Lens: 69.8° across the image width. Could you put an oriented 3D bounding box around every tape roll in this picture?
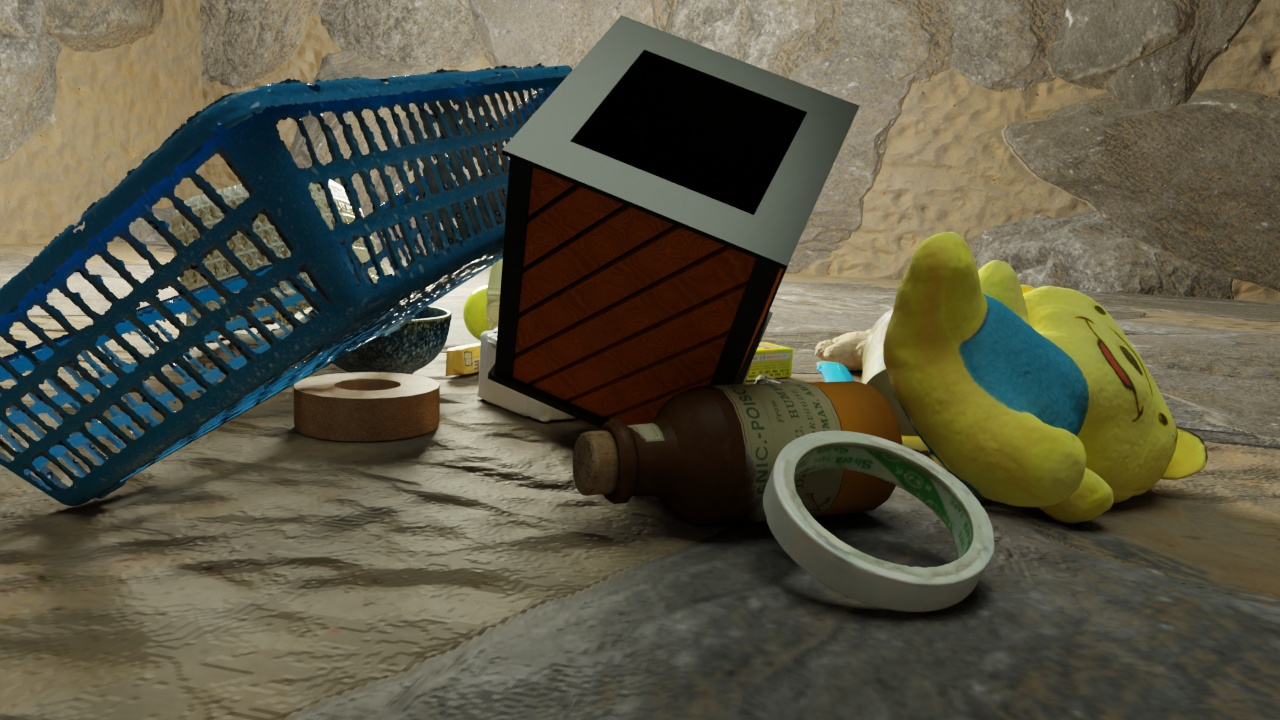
[{"bbox_3d":[-0.182,0.029,0.613,0.094,0.027,0.094,2,9,-1],"label":"tape roll"},{"bbox_3d":[0.099,0.064,0.386,0.094,0.018,0.093,10,32,-7],"label":"tape roll"}]

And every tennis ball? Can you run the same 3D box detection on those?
[{"bbox_3d":[-0.161,-0.051,1.004,0.065,0.065,0.065,2,9,-1],"label":"tennis ball"}]

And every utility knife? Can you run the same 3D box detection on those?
[{"bbox_3d":[0.173,0.022,0.805,0.031,0.015,0.174,1,10,8],"label":"utility knife"}]

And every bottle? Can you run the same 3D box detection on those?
[{"bbox_3d":[0.045,0.046,0.447,0.156,0.068,0.068,-1,10,-22],"label":"bottle"}]

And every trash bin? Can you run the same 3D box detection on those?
[{"bbox_3d":[0.013,-0.062,0.519,0.140,0.172,0.139,23,51,7],"label":"trash bin"}]

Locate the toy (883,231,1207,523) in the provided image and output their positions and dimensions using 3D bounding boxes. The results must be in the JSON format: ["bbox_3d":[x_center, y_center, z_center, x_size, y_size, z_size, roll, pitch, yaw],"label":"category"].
[{"bbox_3d":[0.217,0.016,0.504,0.213,0.149,0.084,0,-25,-44],"label":"toy"}]

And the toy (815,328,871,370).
[{"bbox_3d":[0.236,-0.011,0.938,0.117,0.043,0.092,-2,11,-16],"label":"toy"}]

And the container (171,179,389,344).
[{"bbox_3d":[-0.341,-0.092,0.891,0.184,0.143,0.251,-15,5,-6],"label":"container"}]

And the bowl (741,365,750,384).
[{"bbox_3d":[-0.004,0.004,0.618,0.145,0.063,0.145,6,49,-7],"label":"bowl"}]

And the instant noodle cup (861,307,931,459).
[{"bbox_3d":[0.189,0.017,0.609,0.100,0.100,0.112,6,17,22],"label":"instant noodle cup"}]

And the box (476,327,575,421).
[{"bbox_3d":[-0.065,-0.011,0.700,0.102,0.095,0.107,-3,9,-38],"label":"box"}]

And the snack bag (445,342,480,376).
[{"bbox_3d":[-0.147,-0.003,0.834,0.020,0.026,0.099,1,6,22],"label":"snack bag"}]

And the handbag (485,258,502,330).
[{"bbox_3d":[-0.070,-0.036,0.804,0.119,0.111,0.081,-1,37,-2],"label":"handbag"}]

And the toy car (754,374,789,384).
[{"bbox_3d":[0.076,0.038,0.566,0.040,0.048,0.112,8,8,-1],"label":"toy car"}]

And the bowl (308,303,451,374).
[{"bbox_3d":[-0.215,-0.012,0.763,0.114,0.061,0.114,3,11,-1],"label":"bowl"}]

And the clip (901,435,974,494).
[{"bbox_3d":[0.175,0.061,0.524,0.054,0.047,0.046,4,-16,-1],"label":"clip"}]

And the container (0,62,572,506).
[{"bbox_3d":[-0.170,-0.055,0.521,0.258,0.089,0.361,-29,9,23],"label":"container"}]

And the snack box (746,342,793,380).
[{"bbox_3d":[0.076,0.003,0.849,0.147,0.029,0.040,-4,12,-35],"label":"snack box"}]
